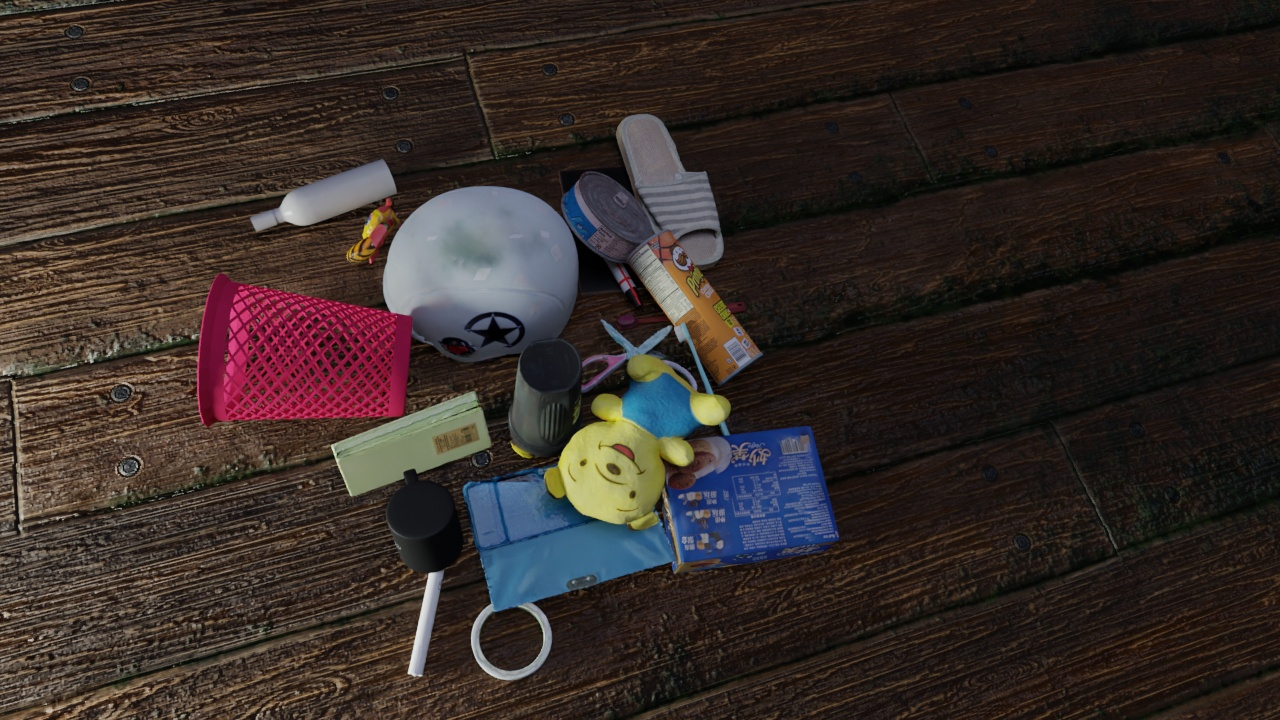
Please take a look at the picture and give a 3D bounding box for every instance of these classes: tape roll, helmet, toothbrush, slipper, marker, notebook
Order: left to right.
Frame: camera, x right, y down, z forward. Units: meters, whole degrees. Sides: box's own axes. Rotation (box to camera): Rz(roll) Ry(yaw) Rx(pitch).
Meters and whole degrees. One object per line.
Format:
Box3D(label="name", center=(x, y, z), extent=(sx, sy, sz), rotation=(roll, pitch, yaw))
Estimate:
Box3D(label="marker", center=(-0.253, 0.304, 1.085), extent=(0.017, 0.020, 0.133), rotation=(5, 65, 4))
Box3D(label="helmet", center=(-0.211, -0.132, 1.208), extent=(0.264, 0.164, 0.236), rotation=(5, 64, -6))
Box3D(label="tape roll", center=(-0.153, 0.330, 1.089), extent=(0.094, 0.018, 0.093), rotation=(3, 66, -7))
Box3D(label="notebook", center=(-0.035, -0.194, 1.345), extent=(0.141, 0.008, 0.209), rotation=(-7, 67, -11))
Box3D(label="marker", center=(-0.031, -0.127, 1.299), extent=(0.019, 0.019, 0.145), rotation=(-24, 72, -18))
Box3D(label="slipper", center=(0.043, -0.257, 1.355), extent=(0.114, 0.054, 0.272), rotation=(-18, 71, -20))
Box3D(label="toothbrush", center=(0.058, -0.066, 1.297), extent=(0.189, 0.016, 0.016), rotation=(-8, 67, -12))
Box3D(label="toothbrush", center=(0.086, 0.035, 1.223), extent=(0.016, 0.016, 0.180), rotation=(-23, 95, 5))

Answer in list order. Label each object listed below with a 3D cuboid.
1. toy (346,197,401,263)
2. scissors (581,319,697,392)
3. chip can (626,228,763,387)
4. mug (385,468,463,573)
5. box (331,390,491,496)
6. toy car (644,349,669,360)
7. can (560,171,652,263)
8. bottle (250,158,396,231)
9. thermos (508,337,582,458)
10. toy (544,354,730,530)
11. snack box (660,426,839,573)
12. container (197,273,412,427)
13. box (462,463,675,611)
Box3D(label="toy", center=(-0.360, -0.172, 1.252), extent=(0.046, 0.084, 0.103), rotation=(39, 81, -24))
Box3D(label="scissors", center=(-0.007, 0.007, 1.221), extent=(0.170, 0.013, 0.172), rotation=(-36, 67, -29))
Box3D(label="chip can", center=(0.073, -0.072, 1.253), extent=(0.075, 0.075, 0.215), rotation=(-34, 83, -21))
Box3D(label="mug", center=(-0.261, 0.184, 1.095), extent=(0.078, 0.088, 0.113), rotation=(-17, 54, -15))
Box3D(label="box", center=(-0.287, 0.093, 1.146), extent=(0.187, 0.078, 0.090), rotation=(-19, 71, -15))
Box3D(label="toy car", center=(0.011, 0.027, 1.238), extent=(0.042, 0.036, 0.091), rotation=(13, 64, -1))
Box3D(label="can", center=(-0.046, -0.199, 1.276), extent=(0.130, 0.044, 0.129), rotation=(32, 34, -25))
Box3D(label="bottle", center=(-0.441, -0.223, 1.274), extent=(0.195, 0.053, 0.052), rotation=(-25, 72, -18))
Box3D(label="thermos", center=(-0.114, 0.049, 1.108), extent=(0.098, 0.221, 0.098), rotation=(3, 67, -7))
Box3D(label="toy", center=(-0.005, 0.104, 1.115), extent=(0.149, 0.084, 0.214), rotation=(34, 85, 11))
Box3D(label="snack box", center=(0.131, 0.176, 1.171), extent=(0.202, 0.069, 0.155), rotation=(-6, 67, -11))
Box3D(label="container", center=(-0.400, -0.003, 1.125), extent=(0.225, 0.184, 0.183), rotation=(5, 65, -15))
Box3D(label="box", center=(-0.091, 0.205, 1.140), extent=(0.231, 0.048, 0.176), rotation=(-12, 61, -13))
